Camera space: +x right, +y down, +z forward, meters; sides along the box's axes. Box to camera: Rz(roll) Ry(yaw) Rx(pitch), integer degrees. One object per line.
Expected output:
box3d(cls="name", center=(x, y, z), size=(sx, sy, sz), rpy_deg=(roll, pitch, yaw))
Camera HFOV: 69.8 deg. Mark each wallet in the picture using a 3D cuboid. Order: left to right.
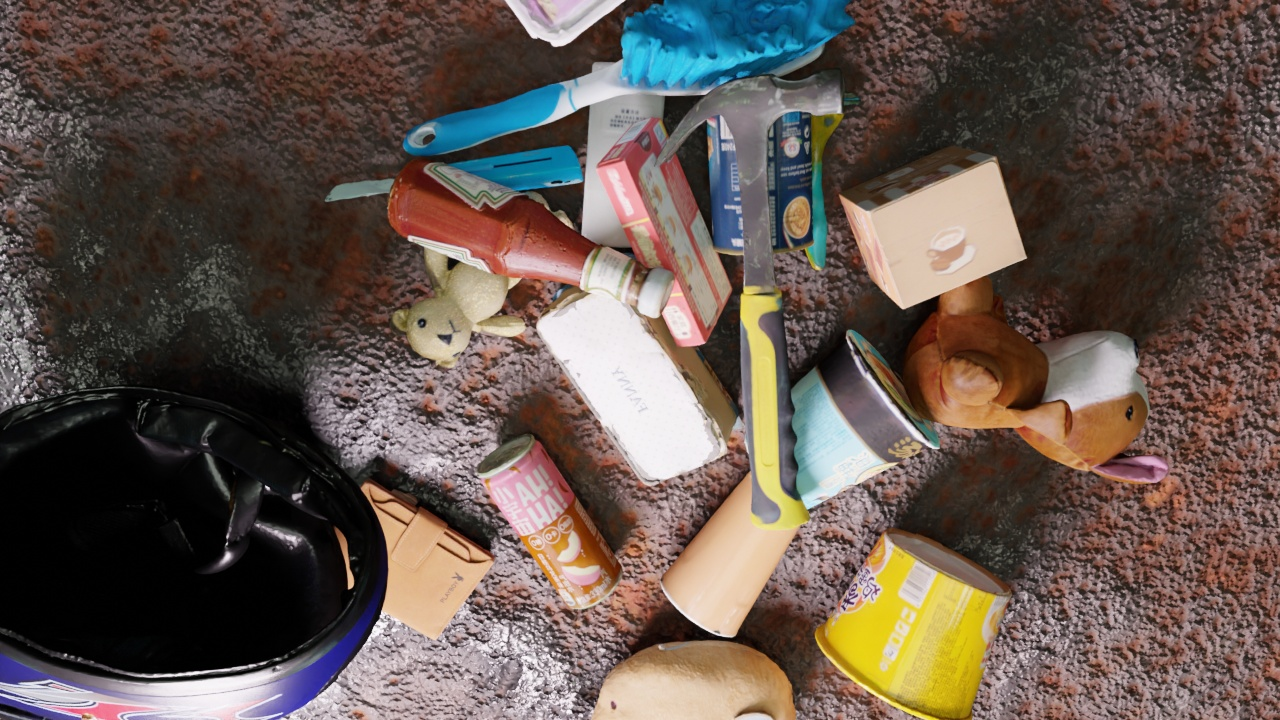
box3d(cls="wallet", center=(-0.206, 0.172, 0.793), size=(0.132, 0.031, 0.108), rpy_deg=(35, 106, -11))

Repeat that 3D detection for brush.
box3d(cls="brush", center=(-0.012, -0.196, 0.624), size=(0.314, 0.109, 0.060), rpy_deg=(-14, 84, -8))

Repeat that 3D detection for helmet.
box3d(cls="helmet", center=(-0.335, 0.161, 0.677), size=(0.315, 0.246, 0.241), rpy_deg=(17, 147, 3))

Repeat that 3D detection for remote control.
box3d(cls="remote control", center=(-0.013, -0.153, 0.691), size=(0.056, 0.019, 0.135), rpy_deg=(3, 107, -5))

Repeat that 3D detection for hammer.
box3d(cls="hammer", center=(0.083, -0.031, 0.645), size=(0.126, 0.031, 0.323), rpy_deg=(-1, 108, 16))

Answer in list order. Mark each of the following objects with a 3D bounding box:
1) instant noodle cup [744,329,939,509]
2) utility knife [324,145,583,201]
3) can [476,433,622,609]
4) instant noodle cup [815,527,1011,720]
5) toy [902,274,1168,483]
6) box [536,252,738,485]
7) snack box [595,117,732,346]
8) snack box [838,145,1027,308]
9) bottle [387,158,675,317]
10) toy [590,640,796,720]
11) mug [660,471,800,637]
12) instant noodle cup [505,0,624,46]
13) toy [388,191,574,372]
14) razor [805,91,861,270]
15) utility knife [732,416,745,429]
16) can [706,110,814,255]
box3d(cls="instant noodle cup", center=(0.151, 0.056, 0.720), size=(0.121, 0.111, 0.111), rpy_deg=(-40, 103, 20))
box3d(cls="utility knife", center=(-0.142, -0.137, 0.694), size=(0.198, 0.034, 0.018), rpy_deg=(-7, 147, 4))
box3d(cls="can", center=(-0.074, 0.135, 0.765), size=(0.058, 0.057, 0.147), rpy_deg=(-29, 105, 9))
box3d(cls="instant noodle cup", center=(0.229, 0.210, 0.754), size=(0.138, 0.138, 0.110), rpy_deg=(22, 97, -7))
box3d(cls="toy", center=(0.301, 0.013, 0.682), size=(0.199, 0.139, 0.131), rpy_deg=(26, 140, -14))
box3d(cls="box", center=(-0.004, 0.004, 0.712), size=(0.090, 0.059, 0.184), rpy_deg=(-24, 106, 26))
box3d(cls="snack box", center=(0.021, -0.092, 0.667), size=(0.026, 0.075, 0.153), rpy_deg=(-8, 123, 31))
box3d(cls="snack box", center=(0.210, -0.099, 0.668), size=(0.093, 0.094, 0.077), rpy_deg=(-22, 107, 7))
box3d(cls="bottle", center=(-0.076, -0.082, 0.643), size=(0.206, 0.059, 0.060), rpy_deg=(22, 107, 9))
box3d(cls="toy", center=(0.024, 0.312, 0.810), size=(0.226, 0.082, 0.143), rpy_deg=(0, 99, 3))
box3d(cls="mug", center=(0.081, 0.157, 0.766), size=(0.078, 0.078, 0.123), rpy_deg=(32, 100, -9))
box3d(cls="instant noodle cup", center=(-0.058, -0.310, 0.610), size=(0.138, 0.060, 0.173), rpy_deg=(-36, 99, 2))
box3d(cls="toy", center=(-0.117, -0.061, 0.699), size=(0.157, 0.066, 0.105), rpy_deg=(-46, 117, -1))
box3d(cls="razor", center=(0.136, -0.135, 0.692), size=(0.043, 0.028, 0.133), rpy_deg=(-7, 107, -29))
box3d(cls="utility knife", center=(0.033, -0.005, 0.741), size=(0.033, 0.015, 0.170), rpy_deg=(-34, 104, 14))
box3d(cls="can", center=(0.087, -0.138, 0.667), size=(0.075, 0.075, 0.111), rpy_deg=(-4, 107, 1))
